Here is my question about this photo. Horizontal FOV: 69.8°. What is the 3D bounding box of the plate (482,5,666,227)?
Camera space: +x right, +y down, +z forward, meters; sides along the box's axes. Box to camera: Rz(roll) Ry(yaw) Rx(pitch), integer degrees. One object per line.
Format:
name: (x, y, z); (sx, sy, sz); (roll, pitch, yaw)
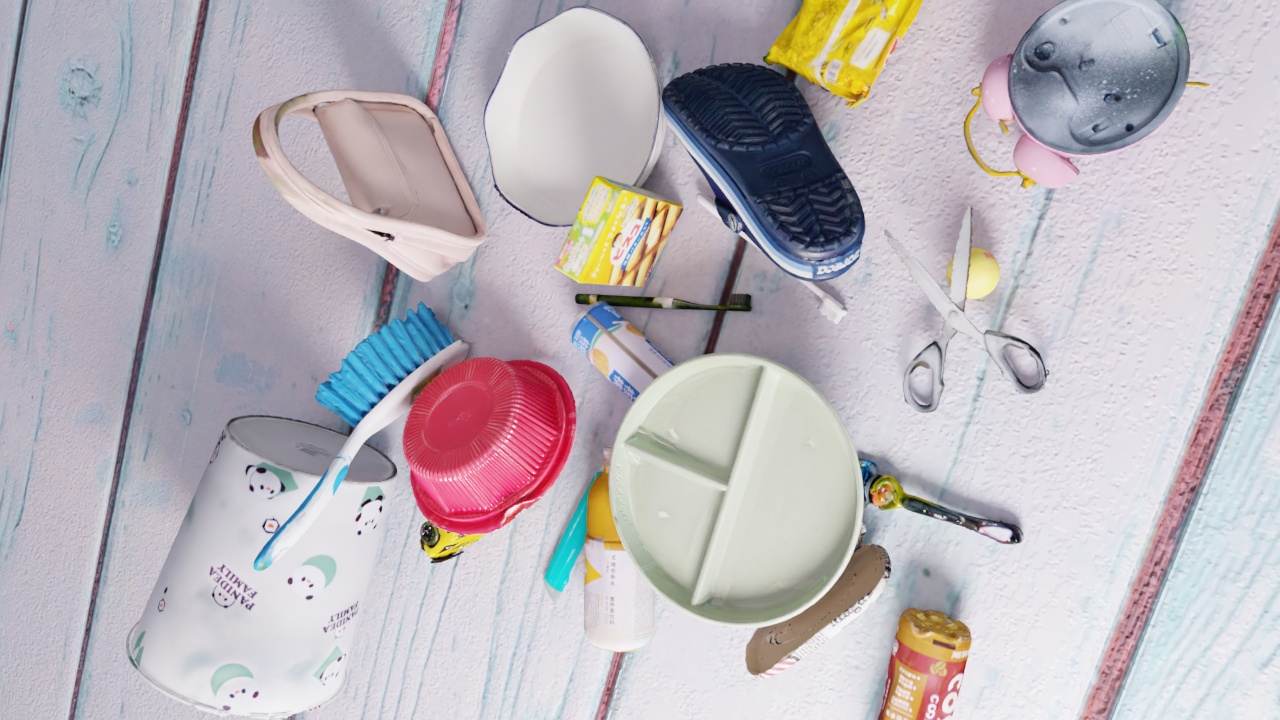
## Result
plate: (-0.061, -0.231, 0.889); (0.205, 0.045, 0.205); (1, 92, 32)

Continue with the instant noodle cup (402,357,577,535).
instant noodle cup: (-0.159, 0.068, 0.891); (0.194, 0.066, 0.193); (-14, 53, 19)

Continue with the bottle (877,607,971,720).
bottle: (0.223, 0.294, 0.750); (0.057, 0.057, 0.175); (14, 98, 27)

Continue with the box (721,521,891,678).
box: (0.138, 0.203, 0.782); (0.163, 0.076, 0.087); (-44, 44, 17)

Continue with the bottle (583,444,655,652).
bottle: (-0.019, 0.175, 0.867); (0.068, 0.068, 0.189); (2, 92, 27)

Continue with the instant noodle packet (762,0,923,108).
instant noodle packet: (0.177, -0.285, 0.769); (0.111, 0.044, 0.128); (37, 104, 29)

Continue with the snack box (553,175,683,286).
snack box: (-0.017, -0.112, 0.819); (0.034, 0.140, 0.087); (33, 105, 21)

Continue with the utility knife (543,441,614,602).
utility knife: (-0.048, 0.146, 0.913); (0.029, 0.013, 0.222); (34, 108, 24)

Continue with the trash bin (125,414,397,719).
trash bin: (-0.390, 0.208, 0.986); (0.230, 0.229, 0.252); (23, 95, 25)

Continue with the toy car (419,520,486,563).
toy car: (-0.165, 0.154, 0.942); (0.156, 0.071, 0.041); (-43, 71, 21)

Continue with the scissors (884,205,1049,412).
scissors: (0.250, -0.031, 0.722); (0.159, 0.014, 0.181); (22, 121, 11)

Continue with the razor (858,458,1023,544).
razor: (0.241, 0.123, 0.757); (0.143, 0.022, 0.043); (18, 101, 26)

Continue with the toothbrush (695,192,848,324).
toothbrush: (0.113, -0.094, 0.823); (0.180, 0.016, 0.016); (43, 115, 19)

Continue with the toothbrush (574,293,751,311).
toothbrush: (0.018, -0.058, 0.875); (0.186, 0.012, 0.017); (4, 87, 28)

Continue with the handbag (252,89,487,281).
handbag: (-0.272, -0.182, 0.898); (0.094, 0.233, 0.193); (-33, 76, 22)

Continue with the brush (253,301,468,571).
brush: (-0.284, 0.064, 0.904); (0.109, 0.313, 0.061); (39, 146, 11)

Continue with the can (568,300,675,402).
can: (-0.005, 0.005, 0.865); (0.134, 0.053, 0.053); (43, 109, 20)

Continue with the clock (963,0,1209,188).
clock: (0.322, -0.198, 0.687); (0.159, 0.059, 0.117); (-30, 79, 23)

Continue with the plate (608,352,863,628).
plate: (0.077, 0.108, 0.776); (0.231, 0.027, 0.230); (0, 91, 28)

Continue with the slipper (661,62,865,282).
slipper: (0.108, -0.158, 0.784); (0.105, 0.095, 0.252); (-23, 56, -11)

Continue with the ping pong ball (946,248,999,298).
ping pong ball: (0.264, -0.069, 0.729); (0.040, 0.040, 0.040); (1, 91, 28)
